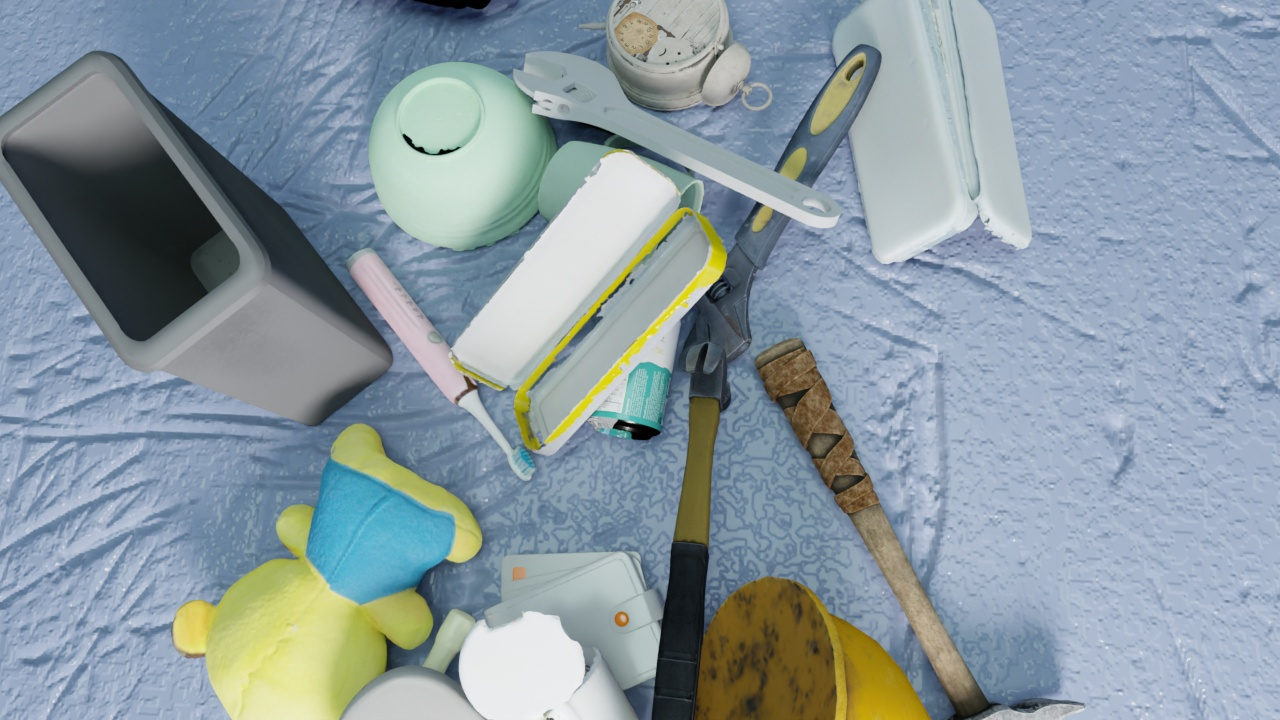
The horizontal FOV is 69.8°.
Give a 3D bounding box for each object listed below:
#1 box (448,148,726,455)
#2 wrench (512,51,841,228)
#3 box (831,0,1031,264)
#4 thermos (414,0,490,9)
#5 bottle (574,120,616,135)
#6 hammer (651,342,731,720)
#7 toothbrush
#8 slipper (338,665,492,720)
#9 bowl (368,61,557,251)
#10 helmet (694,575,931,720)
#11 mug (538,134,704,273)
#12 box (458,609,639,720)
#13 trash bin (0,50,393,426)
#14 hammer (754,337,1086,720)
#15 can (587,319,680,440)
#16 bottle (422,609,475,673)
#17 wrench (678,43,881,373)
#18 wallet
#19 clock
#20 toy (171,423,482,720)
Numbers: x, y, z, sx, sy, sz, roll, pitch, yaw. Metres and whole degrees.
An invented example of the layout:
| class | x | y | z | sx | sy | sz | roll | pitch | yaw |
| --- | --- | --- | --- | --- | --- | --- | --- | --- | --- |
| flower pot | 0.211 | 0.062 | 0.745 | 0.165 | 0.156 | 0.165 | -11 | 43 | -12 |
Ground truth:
| class | x | y | z | sx | sy | sz | roll | pitch | yaw |
| --- | --- | --- | --- | --- | --- | --- | --- | --- | --- |
| box | -0.038 | -0.035 | 0.633 | 0.117 | 0.057 | 0.210 | 47 | 116 | 8 |
| wrench | 0.025 | -0.165 | 0.674 | 0.273 | 0.018 | 0.086 | 28 | 40 | 14 |
| box | 0.237 | -0.177 | 0.690 | 0.127 | 0.106 | 0.215 | -1 | 76 | -25 |
| thermos | -0.197 | -0.341 | 0.744 | 0.199 | 0.086 | 0.086 | 15 | 79 | 8 |
| bottle | -0.043 | -0.201 | 0.730 | 0.106 | 0.025 | 0.025 | 23 | 80 | 9 |
| hammer | 0.028 | 0.142 | 0.564 | 0.025 | 0.118 | 0.332 | 3 | 65 | 10 |
| toothbrush | -0.149 | 0.002 | 0.692 | 0.222 | 0.027 | 0.027 | 49 | 42 | 13 |
| slipper | -0.099 | 0.310 | 0.599 | 0.113 | 0.080 | 0.266 | -35 | 94 | 0 |
| bowl | -0.144 | -0.168 | 0.705 | 0.151 | 0.077 | 0.150 | -1 | 76 | 5 |
| helmet | 0.101 | 0.263 | 0.541 | 0.131 | 0.205 | 0.256 | 18 | 105 | -16 |
| mug | -0.009 | -0.126 | 0.686 | 0.104 | 0.084 | 0.111 | 27 | 64 | 14 |
| box | -0.047 | 0.213 | 0.562 | 0.083 | 0.092 | 0.166 | -27 | 96 | 9 |
| trash bin | -0.284 | -0.064 | 0.618 | 0.097 | 0.220 | 0.192 | -39 | 77 | -5 |
| hammer | 0.168 | 0.127 | 0.630 | 0.121 | 0.049 | 0.318 | -25 | 74 | -4 |
| can | -0.004 | 0.004 | 0.664 | 0.055 | 0.055 | 0.101 | 9 | 78 | 7 |
| bottle | -0.166 | 0.256 | 0.624 | 0.045 | 0.045 | 0.184 | 27 | 81 | 10 |
| wrench | 0.099 | -0.111 | 0.676 | 0.073 | 0.022 | 0.273 | 33 | 93 | 27 |
| wallet | -0.045 | 0.177 | 0.638 | 0.118 | 0.037 | 0.115 | -24 | 76 | 2 |
| clock | 0.038 | -0.245 | 0.715 | 0.157 | 0.061 | 0.103 | 38 | 83 | 14 |
| toy | -0.216 | 0.161 | 0.632 | 0.149 | 0.084 | 0.213 | 34 | 79 | 13 |
